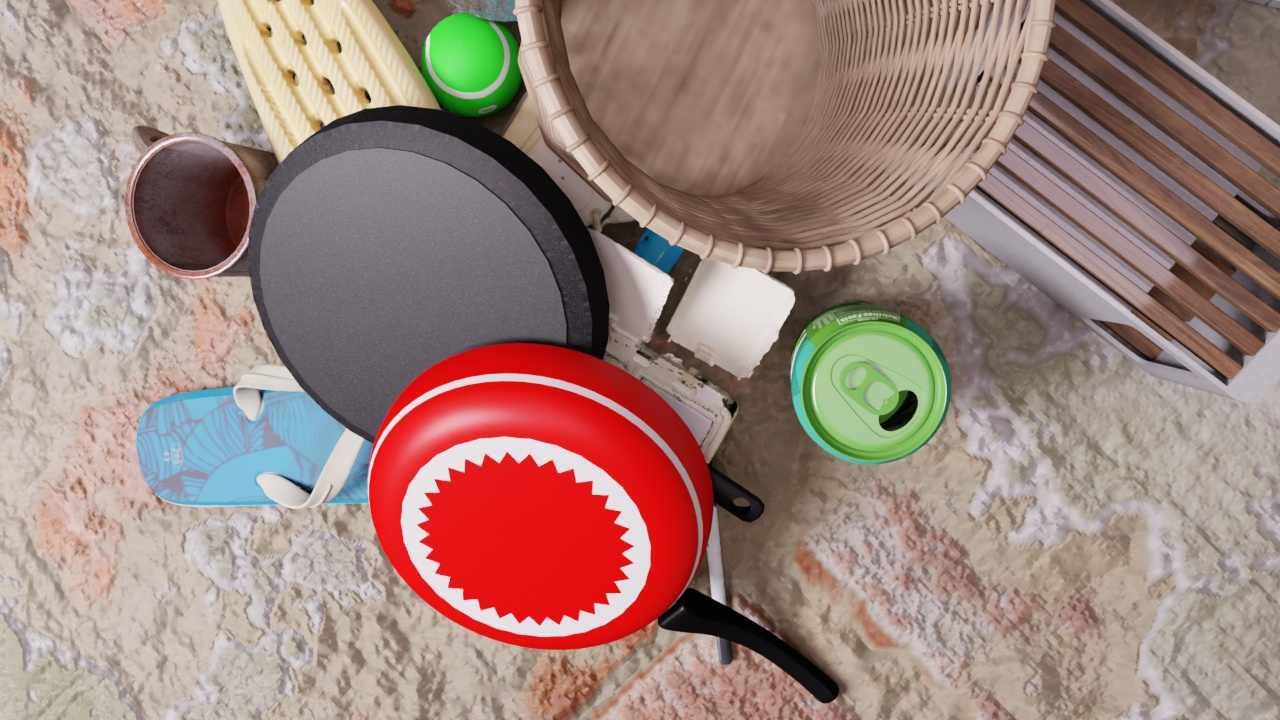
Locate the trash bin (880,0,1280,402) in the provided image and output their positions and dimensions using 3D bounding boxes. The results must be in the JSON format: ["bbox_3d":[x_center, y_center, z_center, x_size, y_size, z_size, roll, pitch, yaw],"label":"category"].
[{"bbox_3d":[0.265,-0.096,0.520,0.229,0.114,0.114,39,100,4],"label":"trash bin"}]

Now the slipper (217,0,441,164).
[{"bbox_3d":[-0.193,-0.181,0.608,0.111,0.079,0.261,-32,79,15],"label":"slipper"}]

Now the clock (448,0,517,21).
[{"bbox_3d":[-0.100,-0.269,0.546,0.157,0.073,0.121,-10,134,-18],"label":"clock"}]

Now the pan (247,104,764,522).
[{"bbox_3d":[-0.076,0.002,0.550,0.356,0.034,0.226,34,121,-3],"label":"pan"}]

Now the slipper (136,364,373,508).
[{"bbox_3d":[-0.237,0.053,0.649,0.295,0.060,0.118,-10,97,10],"label":"slipper"}]

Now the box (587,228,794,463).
[{"bbox_3d":[-0.003,0.004,0.586,0.145,0.065,0.186,30,128,7],"label":"box"}]

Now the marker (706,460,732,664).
[{"bbox_3d":[0.051,0.136,0.632,0.011,0.011,0.152,-6,95,10],"label":"marker"}]

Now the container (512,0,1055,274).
[{"bbox_3d":[0.042,-0.163,0.451,0.226,0.196,0.227,-2,100,-12],"label":"container"}]

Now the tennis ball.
[{"bbox_3d":[-0.109,-0.192,0.598,0.065,0.065,0.065,1,96,9],"label":"tennis ball"}]

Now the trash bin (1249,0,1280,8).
[{"bbox_3d":[0.357,-0.277,0.471,0.247,0.142,0.142,18,98,7],"label":"trash bin"}]

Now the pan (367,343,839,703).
[{"bbox_3d":[-0.006,0.133,0.567,0.356,0.067,0.209,39,118,-13],"label":"pan"}]

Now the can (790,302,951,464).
[{"bbox_3d":[0.130,0.009,0.538,0.083,0.144,0.083,1,96,9],"label":"can"}]

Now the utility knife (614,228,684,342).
[{"bbox_3d":[-0.027,-0.022,0.627,0.031,0.015,0.196,39,103,7],"label":"utility knife"}]

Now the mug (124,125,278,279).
[{"bbox_3d":[-0.281,-0.111,0.616,0.096,0.110,0.123,-43,87,6],"label":"mug"}]

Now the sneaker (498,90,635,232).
[{"bbox_3d":[-0.056,-0.104,0.596,0.102,0.089,0.242,35,100,-8],"label":"sneaker"}]
